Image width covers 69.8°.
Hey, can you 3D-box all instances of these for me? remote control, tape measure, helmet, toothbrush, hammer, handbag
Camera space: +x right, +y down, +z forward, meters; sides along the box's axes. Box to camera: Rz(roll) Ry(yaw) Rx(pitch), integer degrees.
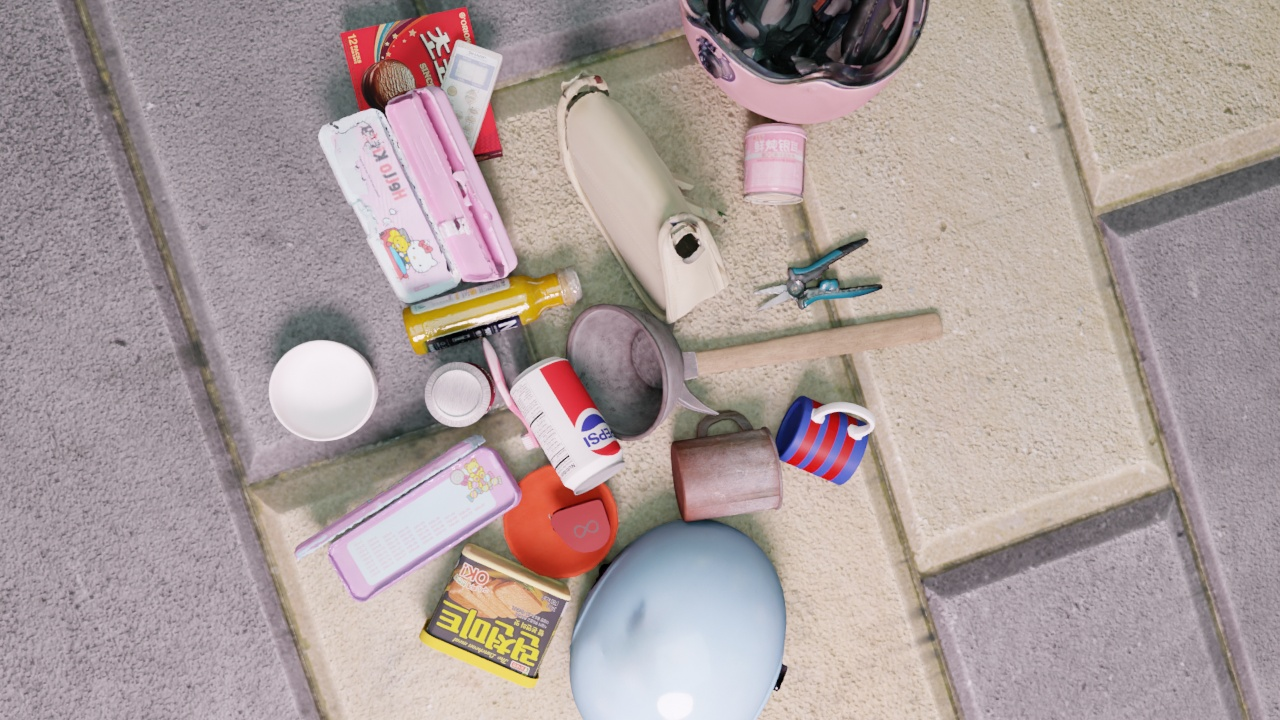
[{"bbox_3d":[-0.187,-0.261,0.952,0.050,0.011,0.136,18,88,-6],"label":"remote control"},{"bbox_3d":[-0.061,0.175,0.963,0.059,0.019,0.051,-17,94,1],"label":"tape measure"},{"bbox_3d":[0.045,0.289,0.942,0.225,0.167,0.265,29,78,4],"label":"helmet"},{"bbox_3d":[0.156,-0.355,0.950,0.255,0.153,0.229,31,77,7],"label":"helmet"},{"bbox_3d":[-0.142,0.037,0.981,0.016,0.021,0.135,-24,106,0],"label":"toothbrush"},{"bbox_3d":[0.178,-0.015,1.022,0.331,0.031,0.119,-9,84,-10],"label":"hammer"},{"bbox_3d":[0.018,-0.174,0.936,0.132,0.184,0.229,-34,75,-8],"label":"handbag"}]

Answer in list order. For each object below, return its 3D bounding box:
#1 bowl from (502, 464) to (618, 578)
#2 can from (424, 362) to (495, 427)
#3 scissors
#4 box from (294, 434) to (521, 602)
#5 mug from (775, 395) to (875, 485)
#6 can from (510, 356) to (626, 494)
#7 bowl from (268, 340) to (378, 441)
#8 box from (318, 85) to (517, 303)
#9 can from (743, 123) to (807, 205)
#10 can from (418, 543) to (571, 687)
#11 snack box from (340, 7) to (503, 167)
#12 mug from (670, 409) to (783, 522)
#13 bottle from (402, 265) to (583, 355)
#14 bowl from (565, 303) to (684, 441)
[{"bbox_3d":[-0.086,0.171,0.989,0.122,0.035,0.122,0,90,-6],"label":"bowl"},{"bbox_3d":[-0.183,0.033,0.939,0.063,0.114,0.063,0,90,-6],"label":"can"},{"bbox_3d":[0.205,-0.090,1.027,0.150,0.019,0.120,19,89,-4],"label":"scissors"},{"bbox_3d":[-0.234,0.162,0.928,0.214,0.092,0.090,-33,84,4],"label":"box"},{"bbox_3d":[0.201,0.077,0.983,0.076,0.112,0.074,23,53,-5],"label":"mug"},{"bbox_3d":[-0.075,0.067,0.951,0.070,0.070,0.132,-31,77,-5],"label":"can"},{"bbox_3d":[-0.326,0.031,0.956,0.105,0.054,0.105,0,88,-5],"label":"bowl"},{"bbox_3d":[-0.220,-0.167,0.936,0.156,0.058,0.201,-10,114,27],"label":"box"},{"bbox_3d":[0.146,-0.212,0.996,0.067,0.067,0.076,2,90,-6],"label":"can"},{"bbox_3d":[-0.150,0.266,0.966,0.131,0.072,0.101,25,85,-5],"label":"can"},{"bbox_3d":[-0.230,-0.280,0.973,0.132,0.036,0.152,-14,92,-6],"label":"snack box"},{"bbox_3d":[0.088,0.109,0.988,0.110,0.096,0.122,-5,55,-9],"label":"mug"},{"bbox_3d":[-0.154,-0.056,0.973,0.186,0.053,0.053,-17,92,-6],"label":"bottle"},{"bbox_3d":[-0.005,0.006,0.962,0.067,0.145,0.145,-20,93,-43],"label":"bowl"}]
